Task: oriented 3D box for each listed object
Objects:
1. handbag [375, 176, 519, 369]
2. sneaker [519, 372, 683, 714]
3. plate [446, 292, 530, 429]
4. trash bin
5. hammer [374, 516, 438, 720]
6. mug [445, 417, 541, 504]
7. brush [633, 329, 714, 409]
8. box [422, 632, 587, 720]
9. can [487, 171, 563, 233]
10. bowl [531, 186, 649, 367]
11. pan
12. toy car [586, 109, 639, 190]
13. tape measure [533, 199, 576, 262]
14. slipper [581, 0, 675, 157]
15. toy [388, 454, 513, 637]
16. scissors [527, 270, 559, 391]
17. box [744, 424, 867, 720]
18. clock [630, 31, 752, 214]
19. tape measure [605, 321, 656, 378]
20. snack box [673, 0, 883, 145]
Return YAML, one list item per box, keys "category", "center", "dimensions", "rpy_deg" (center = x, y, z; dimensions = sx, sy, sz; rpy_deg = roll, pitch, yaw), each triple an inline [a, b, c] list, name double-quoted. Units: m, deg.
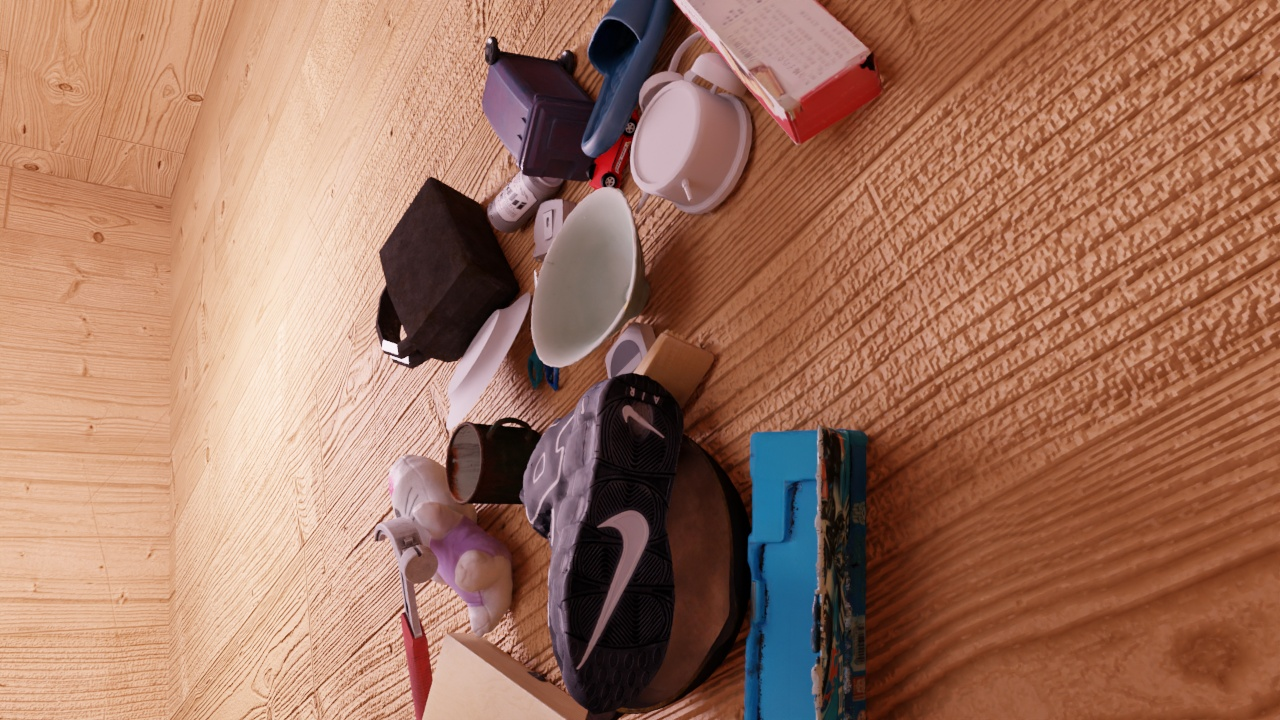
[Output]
- category: "handbag"
  center: [-0.249, -0.079, 1.114]
  dimensions: [0.200, 0.102, 0.197]
  rpy_deg: [-45, 48, 19]
- category: "sneaker"
  center: [-0.050, 0.141, 0.730]
  dimensions: [0.151, 0.097, 0.252]
  rpy_deg: [-17, 64, 54]
- category: "plate"
  center: [-0.175, -0.005, 1.003]
  dimensions: [0.173, 0.019, 0.172]
  rpy_deg: [-51, 18, 24]
- category: "trash bin"
  center: [-0.102, -0.263, 0.959]
  dimensions: [0.160, 0.093, 0.092]
  rpy_deg: [56, 136, 45]
- category: "hammer"
  center: [-0.249, 0.319, 1.020]
  dimensions: [0.126, 0.036, 0.316]
  rpy_deg: [29, 127, 52]
- category: "mug"
  center: [-0.143, 0.099, 0.956]
  dimensions: [0.111, 0.081, 0.085]
  rpy_deg: [-56, 43, 31]
- category: "brush"
  center: [0.013, 0.022, 0.788]
  dimensions: [0.117, 0.049, 0.039]
  rpy_deg: [-55, 22, 34]
- category: "box"
  center: [-0.133, 0.428, 0.897]
  dimensions: [0.247, 0.076, 0.257]
  rpy_deg: [10, 98, 51]
- category: "can"
  center: [-0.129, -0.184, 1.021]
  dimensions: [0.107, 0.044, 0.044]
  rpy_deg: [-33, 58, 46]
- category: "bowl"
  center: [-0.030, -0.066, 0.839]
  dimensions: [0.175, 0.067, 0.174]
  rpy_deg: [-30, 51, 46]
- category: "pan"
  center: [-0.008, 0.230, 0.753]
  dimensions: [0.249, 0.043, 0.356]
  rpy_deg: [16, 90, 53]
- category: "toy car"
  center: [-0.025, -0.204, 0.899]
  dimensions: [0.038, 0.025, 0.090]
  rpy_deg: [42, 115, 50]
- category: "tape measure"
  center: [-0.093, -0.141, 0.984]
  dimensions: [0.060, 0.020, 0.062]
  rpy_deg: [-9, 76, 53]
- category: "slipper"
  center: [-0.020, -0.290, 0.855]
  dimensions: [0.104, 0.059, 0.213]
  rpy_deg: [-9, 62, 68]
- category: "toy"
  center: [-0.209, 0.193, 1.015]
  dimensions: [0.209, 0.085, 0.138]
  rpy_deg: [41, 150, 42]
- category: "scissors"
  center: [-0.101, -0.033, 0.964]
  dimensions: [0.073, 0.016, 0.134]
  rpy_deg: [12, 103, 56]
- category: "box"
  center: [0.120, 0.166, 0.597]
  dimensions: [0.167, 0.075, 0.243]
  rpy_deg: [134, 138, -80]
- category: "clock"
  center: [0.045, -0.201, 0.780]
  dimensions: [0.120, 0.061, 0.159]
  rpy_deg: [0, 79, 55]
- category: "tape measure"
  center: [-0.005, 0.005, 0.840]
  dimensions: [0.065, 0.016, 0.064]
  rpy_deg: [-46, 49, 39]
- category: "snack box"
  center: [0.086, -0.271, 0.716]
  dimensions: [0.077, 0.044, 0.272]
  rpy_deg: [-32, 52, 4]
